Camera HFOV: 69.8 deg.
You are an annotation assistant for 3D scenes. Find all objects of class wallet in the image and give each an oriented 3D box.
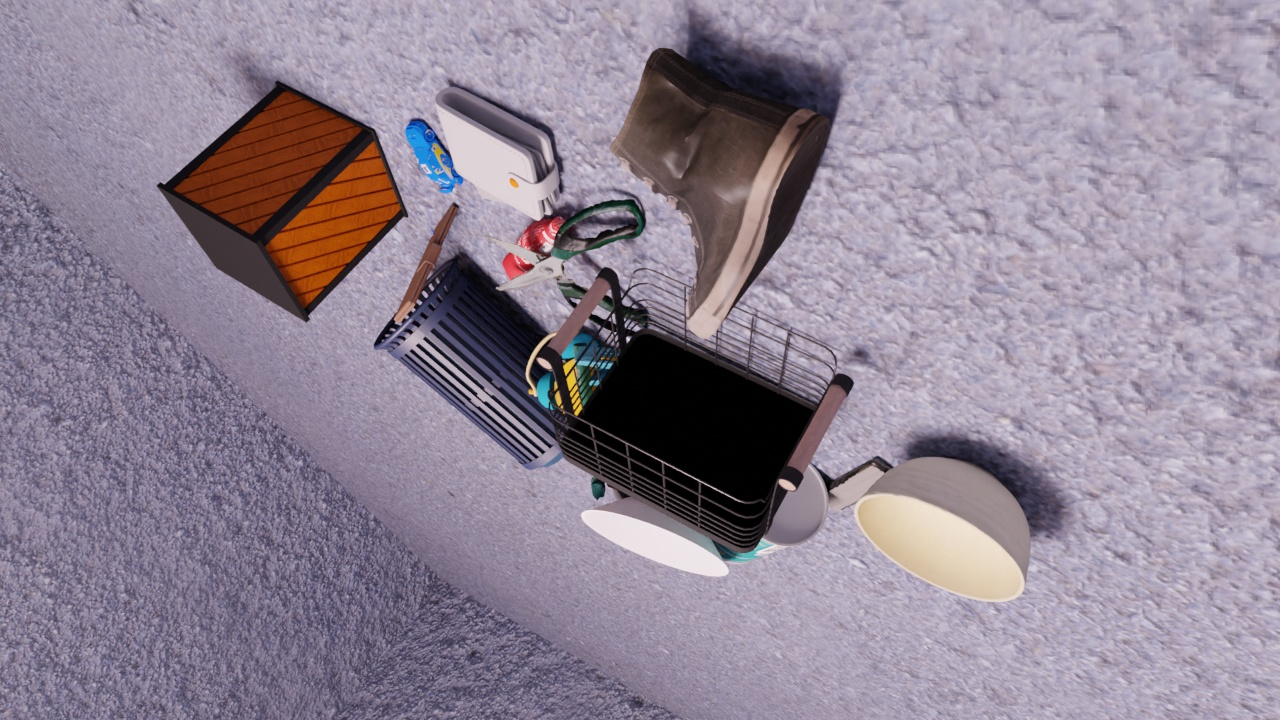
[{"bbox_3d":[-0.124,-0.172,0.818,0.118,0.037,0.115,32,156,19],"label":"wallet"},{"bbox_3d":[-0.230,-0.102,0.987,0.013,0.120,0.088,26,160,-18],"label":"wallet"}]

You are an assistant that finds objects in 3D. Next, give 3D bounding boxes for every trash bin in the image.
[{"bbox_3d":[-0.177,0.013,1.102,0.249,0.139,0.139,43,155,-19],"label":"trash bin"},{"bbox_3d":[-0.376,-0.171,0.990,0.140,0.171,0.140,29,155,17],"label":"trash bin"}]

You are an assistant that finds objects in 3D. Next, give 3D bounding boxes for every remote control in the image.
[{"bbox_3d":[0.219,0.128,0.929,0.033,0.013,0.137,35,154,2],"label":"remote control"}]

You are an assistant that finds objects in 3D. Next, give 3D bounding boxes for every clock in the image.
[{"bbox_3d":[-0.065,0.023,1.035,0.129,0.099,0.043,33,-162,-4],"label":"clock"}]

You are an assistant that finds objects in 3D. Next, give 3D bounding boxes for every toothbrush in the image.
[{"bbox_3d":[-0.057,0.071,1.022,0.016,0.017,0.190,-5,112,2],"label":"toothbrush"}]

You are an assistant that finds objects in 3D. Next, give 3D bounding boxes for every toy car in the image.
[{"bbox_3d":[-0.210,-0.177,0.892,0.033,0.061,0.092,9,144,46],"label":"toy car"}]

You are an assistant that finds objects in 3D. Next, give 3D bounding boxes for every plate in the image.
[{"bbox_3d":[0.021,0.188,1.025,0.174,0.036,0.174,20,158,8],"label":"plate"}]

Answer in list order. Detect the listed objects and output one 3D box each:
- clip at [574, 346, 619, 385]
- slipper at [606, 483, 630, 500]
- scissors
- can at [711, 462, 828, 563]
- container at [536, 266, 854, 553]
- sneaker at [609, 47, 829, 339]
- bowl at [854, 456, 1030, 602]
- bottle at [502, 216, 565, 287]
[{"bbox_3d":[-0.008,-0.004,0.945,0.130,0.030,0.120,12,149,12],"label":"clip"},{"bbox_3d":[0.034,0.114,0.996,0.111,0.063,0.265,28,136,-11],"label":"slipper"},{"bbox_3d":[-0.042,-0.078,0.863,0.202,0.015,0.205,-17,142,38],"label":"scissors"},{"bbox_3d":[0.130,0.164,1.008,0.099,0.099,0.144,37,156,0],"label":"can"},{"bbox_3d":[0.045,0.038,0.808,0.241,0.162,0.130,26,154,17],"label":"container"},{"bbox_3d":[0.042,-0.108,0.649,0.120,0.095,0.235,34,158,12],"label":"sneaker"},{"bbox_3d":[0.271,0.134,0.797,0.151,0.075,0.151,29,156,14],"label":"bowl"},{"bbox_3d":[-0.100,-0.108,0.893,0.042,0.041,0.142,40,156,-9],"label":"bottle"}]
